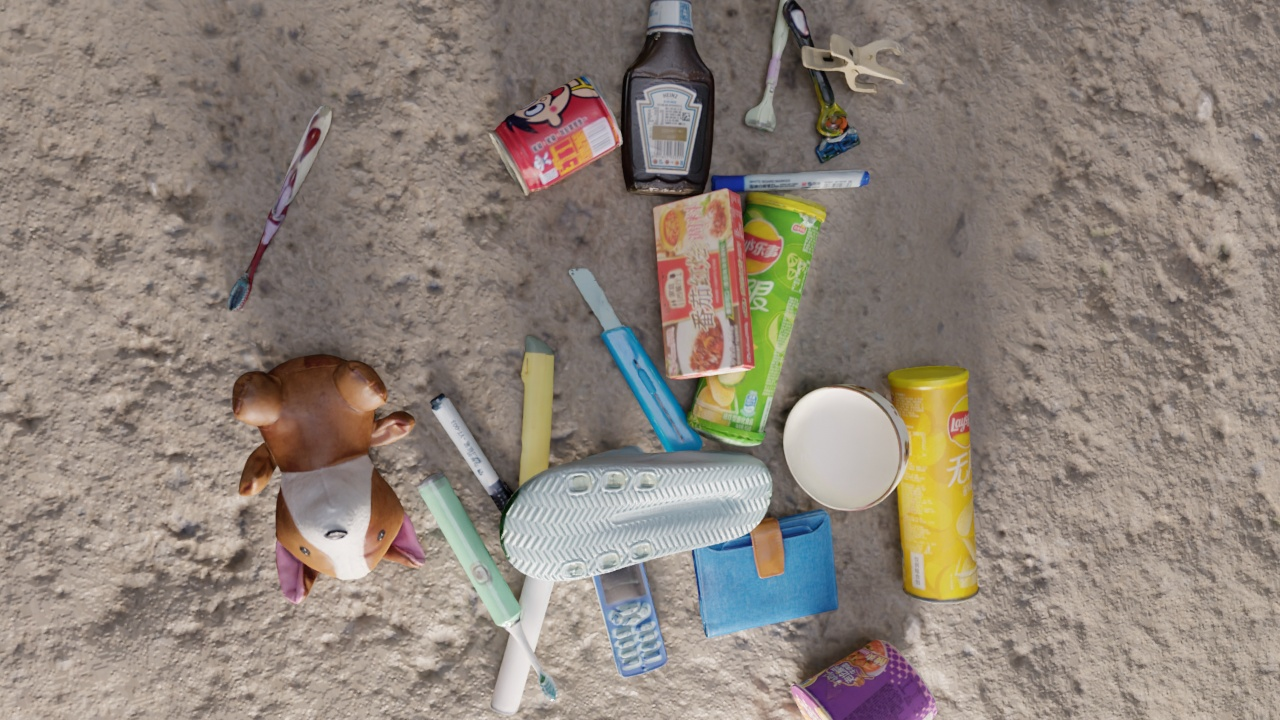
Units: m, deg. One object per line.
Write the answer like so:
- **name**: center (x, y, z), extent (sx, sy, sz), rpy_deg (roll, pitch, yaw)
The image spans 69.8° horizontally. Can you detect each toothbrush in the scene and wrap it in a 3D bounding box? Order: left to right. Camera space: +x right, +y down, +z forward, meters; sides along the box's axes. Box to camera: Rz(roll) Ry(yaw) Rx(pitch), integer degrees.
- **toothbrush**: center (-0.299, -0.125, 0.756), extent (0.016, 0.017, 0.187), rpy_deg (26, 93, -12)
- **toothbrush**: center (-0.130, 0.198, 0.802), extent (0.026, 0.027, 0.224), rpy_deg (-29, 92, -1)
- **toothbrush**: center (-0.094, 0.210, 0.826), extent (0.026, 0.027, 0.221), rpy_deg (13, 95, -36)
- **toothbrush**: center (0.124, -0.298, 0.808), extent (0.029, 0.020, 0.189), rpy_deg (10, 94, -17)

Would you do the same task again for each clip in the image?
- **clip**: center (0.179, -0.258, 0.802), extent (0.104, 0.081, 0.034), rpy_deg (-4, 91, -24)

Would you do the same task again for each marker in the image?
- **marker**: center (-0.143, 0.086, 0.809), extent (0.022, 0.018, 0.131), rpy_deg (-33, 102, -15)
- **marker**: center (0.136, -0.161, 0.826), extent (0.145, 0.017, 0.017), rpy_deg (-4, 97, -9)

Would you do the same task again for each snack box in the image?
- **snack box**: center (0.053, -0.063, 0.780), extent (0.075, 0.025, 0.152), rpy_deg (-8, 81, 31)

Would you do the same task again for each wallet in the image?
- **wallet**: center (0.117, 0.198, 0.857), extent (0.133, 0.040, 0.106), rpy_deg (-10, 103, -9)

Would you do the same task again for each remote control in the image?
- **remote control**: center (-0.012, 0.227, 0.844), extent (0.049, 0.024, 0.125), rpy_deg (-15, 100, -8)

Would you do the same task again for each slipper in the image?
- **slipper**: center (-0.003, 0.121, 0.804), extent (0.245, 0.074, 0.104), rpy_deg (-6, 111, -17)

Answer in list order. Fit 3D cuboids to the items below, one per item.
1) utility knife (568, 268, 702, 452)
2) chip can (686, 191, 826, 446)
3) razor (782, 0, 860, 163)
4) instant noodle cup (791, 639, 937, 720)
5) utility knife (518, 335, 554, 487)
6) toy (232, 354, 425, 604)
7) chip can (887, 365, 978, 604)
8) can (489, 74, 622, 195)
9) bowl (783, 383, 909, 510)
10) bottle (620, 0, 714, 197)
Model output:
- **utility knife**: center (-0.005, 0.005, 0.822), extent (0.034, 0.018, 0.207), rpy_deg (-32, 100, -4)
- **chip can**: center (0.100, -0.034, 0.807), extent (0.072, 0.072, 0.221), rpy_deg (14, 94, -11)
- **razor**: center (0.157, -0.248, 0.807), extent (0.042, 0.022, 0.143), rpy_deg (-28, 110, -8)
- **instant noodle cup**: center (0.212, 0.322, 0.857), extent (0.099, 0.112, 0.111), rpy_deg (-34, 101, -14)
- **utility knife**: center (-0.095, 0.076, 0.810), extent (0.031, 0.020, 0.195), rpy_deg (4, 86, -16)
- **toy**: center (-0.249, 0.096, 0.745), extent (0.140, 0.130, 0.200), rpy_deg (-8, 108, -15)
- **chip can**: center (0.274, 0.114, 0.854), extent (0.072, 0.072, 0.213), rpy_deg (-7, 98, -9)
- **can**: center (-0.071, -0.186, 0.763), extent (0.093, 0.066, 0.066), rpy_deg (-31, 101, -5)
- **bowl**: center (0.194, 0.074, 0.831), extent (0.062, 0.114, 0.113), rpy_deg (-12, 101, -51)
- **bottle**: center (0.024, -0.240, 0.785), extent (0.080, 0.044, 0.195), rpy_deg (1, 96, -10)
